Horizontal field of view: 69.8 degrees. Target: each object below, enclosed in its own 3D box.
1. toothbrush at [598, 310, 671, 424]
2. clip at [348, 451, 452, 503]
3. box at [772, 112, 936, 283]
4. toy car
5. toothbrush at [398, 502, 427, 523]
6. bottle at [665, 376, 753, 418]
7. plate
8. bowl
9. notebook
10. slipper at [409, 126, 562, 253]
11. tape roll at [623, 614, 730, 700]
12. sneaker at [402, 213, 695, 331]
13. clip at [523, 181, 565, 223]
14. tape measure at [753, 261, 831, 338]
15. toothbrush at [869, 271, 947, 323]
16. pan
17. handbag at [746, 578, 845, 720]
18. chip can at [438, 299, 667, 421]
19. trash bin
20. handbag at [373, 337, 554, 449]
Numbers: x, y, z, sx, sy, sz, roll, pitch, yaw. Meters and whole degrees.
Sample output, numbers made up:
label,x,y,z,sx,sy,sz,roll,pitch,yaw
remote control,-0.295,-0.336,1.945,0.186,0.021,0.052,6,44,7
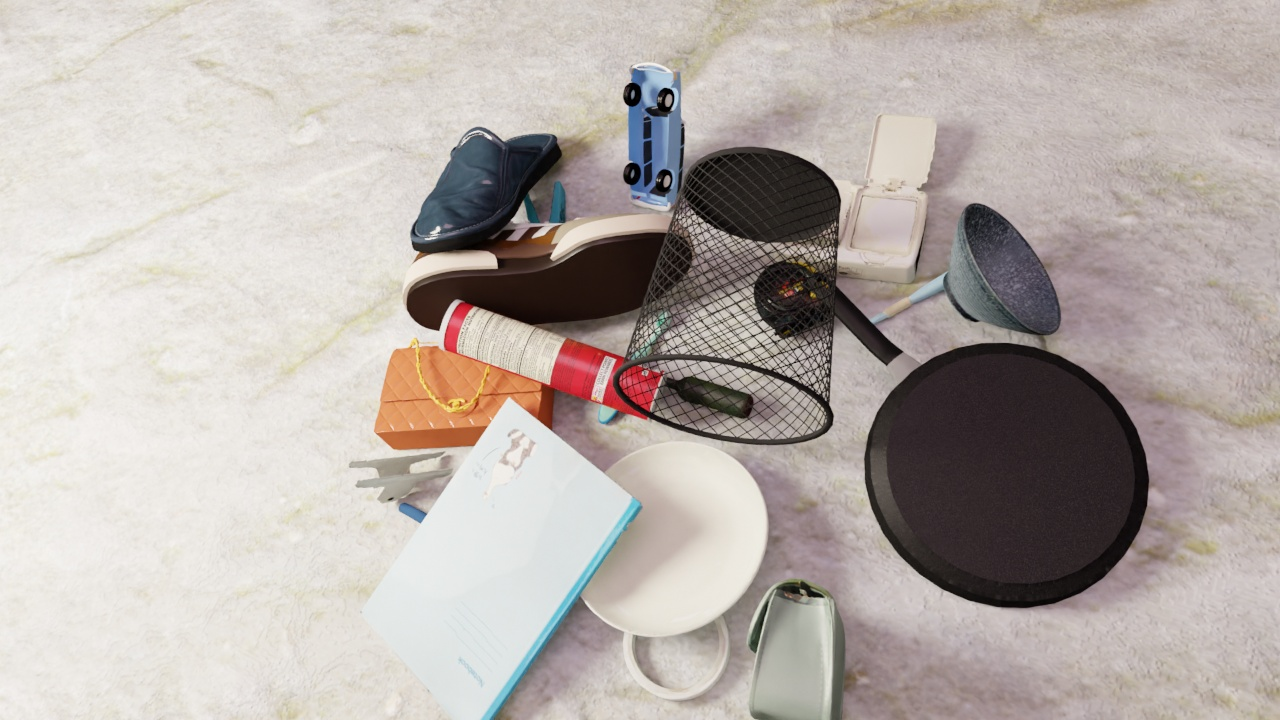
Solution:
label,x,y,z,sx,sy,sz,roll,pitch,yaw
toothbrush,-0.006,0.005,0.917,0.022,0.017,0.135,26,73,21
clip,-0.245,0.110,0.908,0.060,0.101,0.052,-33,66,45
box,0.220,-0.172,0.930,0.144,0.044,0.184,9,67,18
toy car,0.017,-0.237,0.970,0.056,0.153,0.054,19,33,31
toothbrush,-0.168,0.174,0.878,0.168,0.014,0.014,24,61,25
bottle,0.057,0.030,0.884,0.106,0.025,0.025,17,70,21
plate,0.026,0.159,0.812,0.182,0.034,0.182,-11,53,15
bowl,0.316,-0.071,0.836,0.057,0.137,0.137,-37,51,41
notebook,-0.133,0.182,0.831,0.181,0.009,0.253,34,90,30
slipper,-0.168,-0.204,0.962,0.109,0.083,0.264,0,36,23
tape roll,0.031,0.244,0.792,0.093,0.013,0.093,-6,64,12
sneaker,-0.092,-0.110,0.935,0.294,0.112,0.116,-11,50,9
clip,-0.084,-0.140,1.005,0.120,0.030,0.130,1,66,20
tape measure,0.148,-0.061,0.897,0.071,0.042,0.072,-28,65,9
toothbrush,0.272,-0.067,0.881,0.155,0.016,0.022,-28,20,0
pan,0.266,0.044,0.794,0.225,0.034,0.356,-38,69,-5
handbag,0.123,0.232,0.714,0.067,0.122,0.106,3,68,18
chip can,-0.083,0.000,0.877,0.215,0.052,0.051,19,70,6
trash bin,0.089,-0.057,0.800,0.184,0.184,0.209,6,67,17
handbag,-0.176,0.025,0.931,0.172,0.060,0.108,-4,60,13
